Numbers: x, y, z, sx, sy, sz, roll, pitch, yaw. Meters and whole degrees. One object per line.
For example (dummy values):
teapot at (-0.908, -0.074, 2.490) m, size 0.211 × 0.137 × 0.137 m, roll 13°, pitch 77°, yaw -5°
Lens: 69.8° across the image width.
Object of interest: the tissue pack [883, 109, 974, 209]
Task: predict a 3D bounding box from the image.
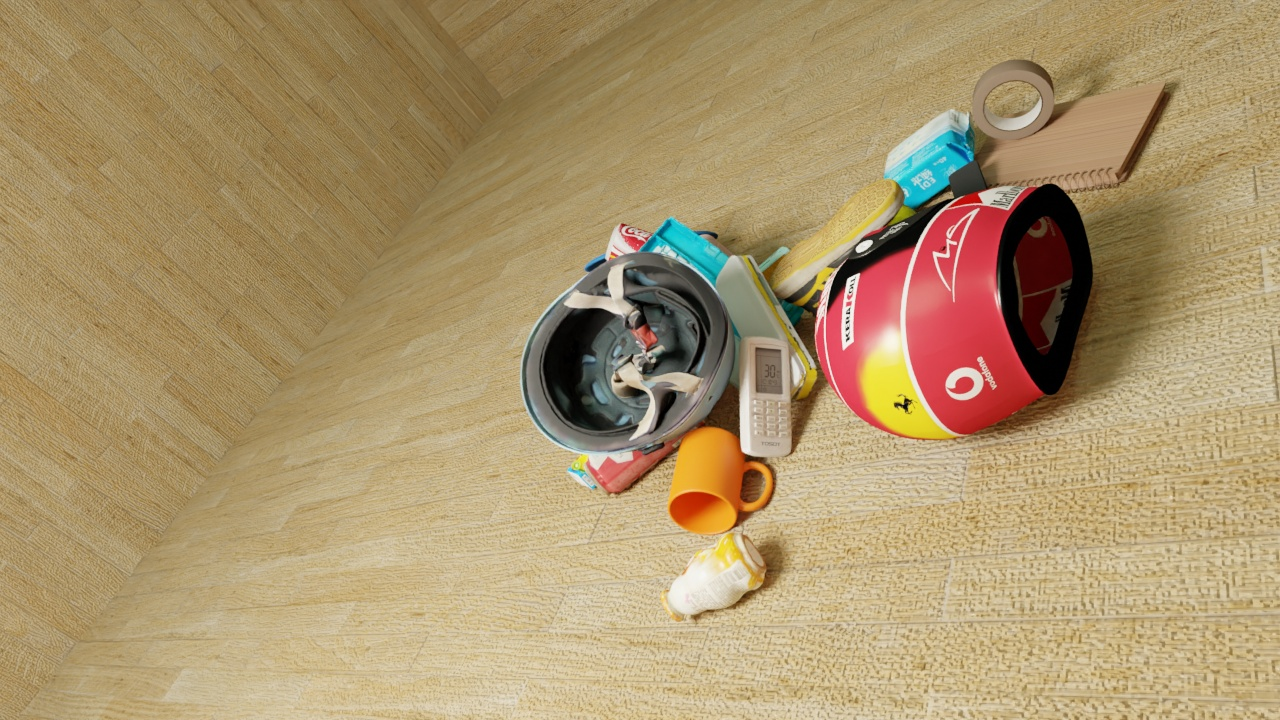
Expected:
tissue pack at (0.381, -0.262, 1.219) m, size 0.145 × 0.061 × 0.092 m, roll -36°, pitch 25°, yaw 42°

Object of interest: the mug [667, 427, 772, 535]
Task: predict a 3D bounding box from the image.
mug at (0.093, 0.136, 1.036) m, size 0.113 × 0.078 × 0.095 m, roll 0°, pitch 41°, yaw 14°

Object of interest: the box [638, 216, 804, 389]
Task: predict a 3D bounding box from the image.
box at (0.073, -0.064, 1.214) m, size 0.181 × 0.227 × 0.039 m, roll -50°, pitch -13°, yaw -14°

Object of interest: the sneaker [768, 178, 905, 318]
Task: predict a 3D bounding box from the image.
sneaker at (0.259, -0.113, 1.084) m, size 0.239 × 0.122 × 0.085 m, roll -38°, pitch 23°, yaw 59°

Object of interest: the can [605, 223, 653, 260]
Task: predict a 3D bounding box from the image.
can at (0.006, -0.159, 1.359) m, size 0.064 × 0.105 × 0.064 m, roll 54°, pitch -126°, yaw -90°

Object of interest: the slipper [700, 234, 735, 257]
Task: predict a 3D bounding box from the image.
slipper at (0.110, -0.142, 1.360) m, size 0.064 × 0.094 × 0.239 m, roll -47°, pitch 13°, yaw 16°

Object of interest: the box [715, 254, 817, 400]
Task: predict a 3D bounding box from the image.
box at (0.150, -0.042, 1.129) m, size 0.044 × 0.066 × 0.209 m, roll -9°, pitch 53°, yaw -20°

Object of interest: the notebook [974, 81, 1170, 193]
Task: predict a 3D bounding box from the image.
notebook at (0.502, -0.257, 1.112) m, size 0.211 × 0.022 × 0.168 m, roll 2°, pitch 50°, yaw 54°

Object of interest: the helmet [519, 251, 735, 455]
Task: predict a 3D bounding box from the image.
helmet at (-0.007, 0.006, 1.100) m, size 0.266 × 0.166 × 0.225 m, roll -29°, pitch 70°, yaw 11°

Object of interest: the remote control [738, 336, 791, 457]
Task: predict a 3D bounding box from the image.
remote control at (0.142, 0.041, 1.046) m, size 0.025 × 0.060 × 0.138 m, roll -18°, pitch 70°, yaw 61°

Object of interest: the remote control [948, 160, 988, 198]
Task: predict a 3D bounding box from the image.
remote control at (0.405, -0.180, 1.100) m, size 0.041 × 0.020 × 0.151 m, roll -32°, pitch 41°, yaw 33°

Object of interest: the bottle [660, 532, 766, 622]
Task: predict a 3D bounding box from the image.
bottle at (0.073, 0.224, 0.936) m, size 0.109 × 0.063 × 0.063 m, roll -36°, pitch 27°, yaw 14°

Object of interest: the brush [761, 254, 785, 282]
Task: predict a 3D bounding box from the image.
brush at (0.172, -0.102, 1.328) m, size 0.126 × 0.017 × 0.048 m, roll -40°, pitch 27°, yaw 4°

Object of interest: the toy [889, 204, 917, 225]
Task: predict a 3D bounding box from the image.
toy at (0.311, -0.155, 1.186) m, size 0.110 × 0.051 × 0.090 m, roll -39°, pitch 24°, yaw 12°

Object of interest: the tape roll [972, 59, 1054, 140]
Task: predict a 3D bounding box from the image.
tape roll at (0.461, -0.322, 1.136) m, size 0.094 × 0.094 × 0.030 m, roll -21°, pitch 32°, yaw 36°

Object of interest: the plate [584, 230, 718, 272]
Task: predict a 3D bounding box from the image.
plate at (0.015, -0.185, 1.501) m, size 0.224 × 0.024 × 0.224 m, roll -14°, pitch -2°, yaw -1°

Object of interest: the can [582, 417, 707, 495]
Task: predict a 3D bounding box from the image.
can at (0.007, 0.103, 1.195) m, size 0.170 × 0.067 × 0.067 m, roll -40°, pitch 27°, yaw 5°

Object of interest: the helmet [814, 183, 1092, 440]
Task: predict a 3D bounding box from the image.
helmet at (0.288, -0.044, 0.896) m, size 0.225 × 0.198 × 0.270 m, roll -12°, pitch 32°, yaw 45°

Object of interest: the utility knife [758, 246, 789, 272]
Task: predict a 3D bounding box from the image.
utility knife at (0.174, -0.127, 1.370) m, size 0.120 × 0.015 × 0.022 m, roll -40°, pitch 28°, yaw 11°

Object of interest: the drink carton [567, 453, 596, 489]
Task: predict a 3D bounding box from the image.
drink carton at (-0.046, 0.118, 1.273) m, size 0.128 × 0.038 × 0.044 m, roll -51°, pitch 28°, yaw -18°
